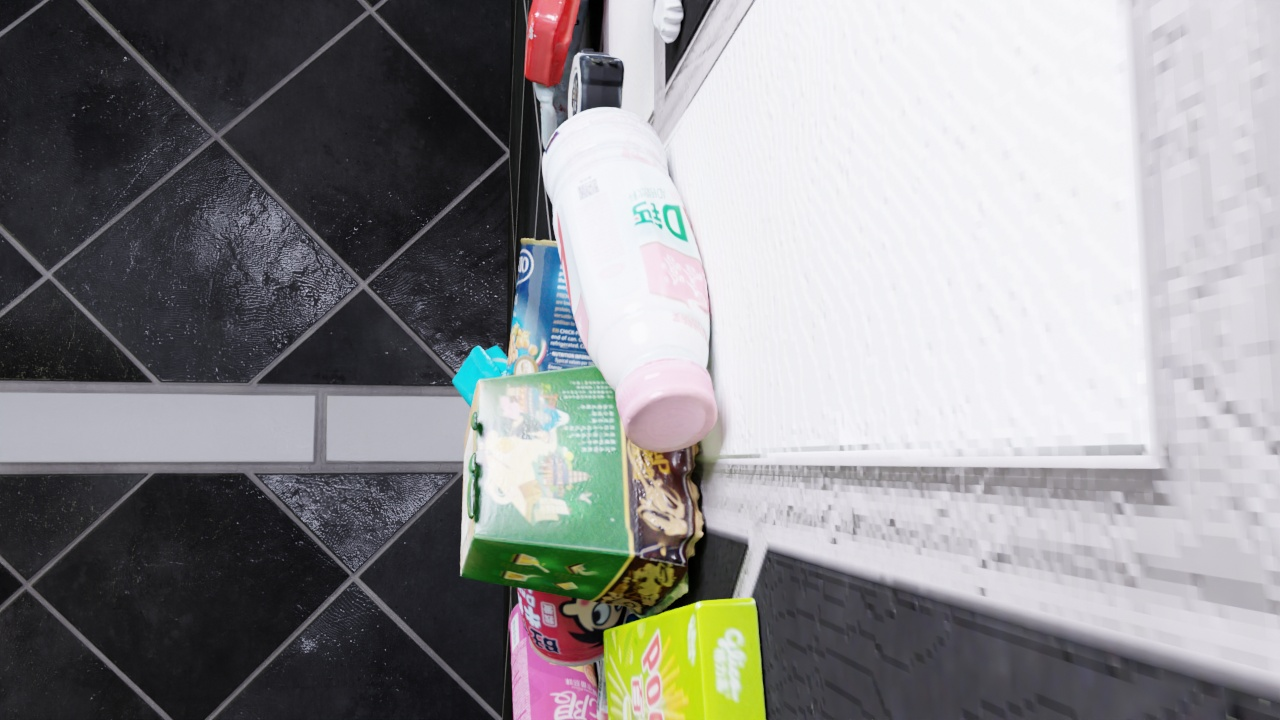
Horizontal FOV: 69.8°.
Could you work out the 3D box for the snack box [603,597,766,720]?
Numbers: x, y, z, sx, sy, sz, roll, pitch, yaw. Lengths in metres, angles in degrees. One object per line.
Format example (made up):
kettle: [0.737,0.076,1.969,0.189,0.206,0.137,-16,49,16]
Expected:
snack box: [0.014,0.153,0.393,0.157,0.026,0.085,128,141,-66]

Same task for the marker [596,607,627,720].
marker: [-0.020,0.204,0.622,0.017,0.017,0.145,-117,30,-68]

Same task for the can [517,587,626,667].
can: [-0.043,0.131,0.558,0.066,0.066,0.094,-109,15,-62]

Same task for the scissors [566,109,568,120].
scissors: [-0.070,-0.219,0.929,0.225,0.015,0.189,-101,16,-50]

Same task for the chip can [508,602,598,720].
chip can: [-0.063,0.273,0.705,0.210,0.071,0.071,-107,21,-61]

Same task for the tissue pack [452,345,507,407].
tissue pack: [-0.085,0.053,0.703,0.093,0.050,0.133,44,168,39]

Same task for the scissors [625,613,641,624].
scissors: [0.008,0.197,0.489,0.174,0.012,0.163,-106,21,-55]

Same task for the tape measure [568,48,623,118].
tape measure: [-0.035,-0.199,0.694,0.066,0.033,0.066,-114,29,-61]

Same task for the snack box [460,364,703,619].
snack box: [-0.037,0.063,0.464,0.118,0.105,0.118,118,153,-60]

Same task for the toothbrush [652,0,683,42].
toothbrush: [0.026,-0.229,0.422,0.180,0.016,0.016,103,156,-50]

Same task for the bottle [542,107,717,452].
bottle: [-0.005,-0.044,0.440,0.068,0.068,0.196,101,162,-45]

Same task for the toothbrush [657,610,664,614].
toothbrush: [-0.004,0.100,0.561,0.181,0.018,0.016,-111,25,-58]

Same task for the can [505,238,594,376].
can: [-0.047,-0.020,0.603,0.075,0.075,0.111,-152,68,-78]

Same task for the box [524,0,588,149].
box: [-0.064,-0.294,0.769,0.158,0.039,0.200,112,168,-61]
